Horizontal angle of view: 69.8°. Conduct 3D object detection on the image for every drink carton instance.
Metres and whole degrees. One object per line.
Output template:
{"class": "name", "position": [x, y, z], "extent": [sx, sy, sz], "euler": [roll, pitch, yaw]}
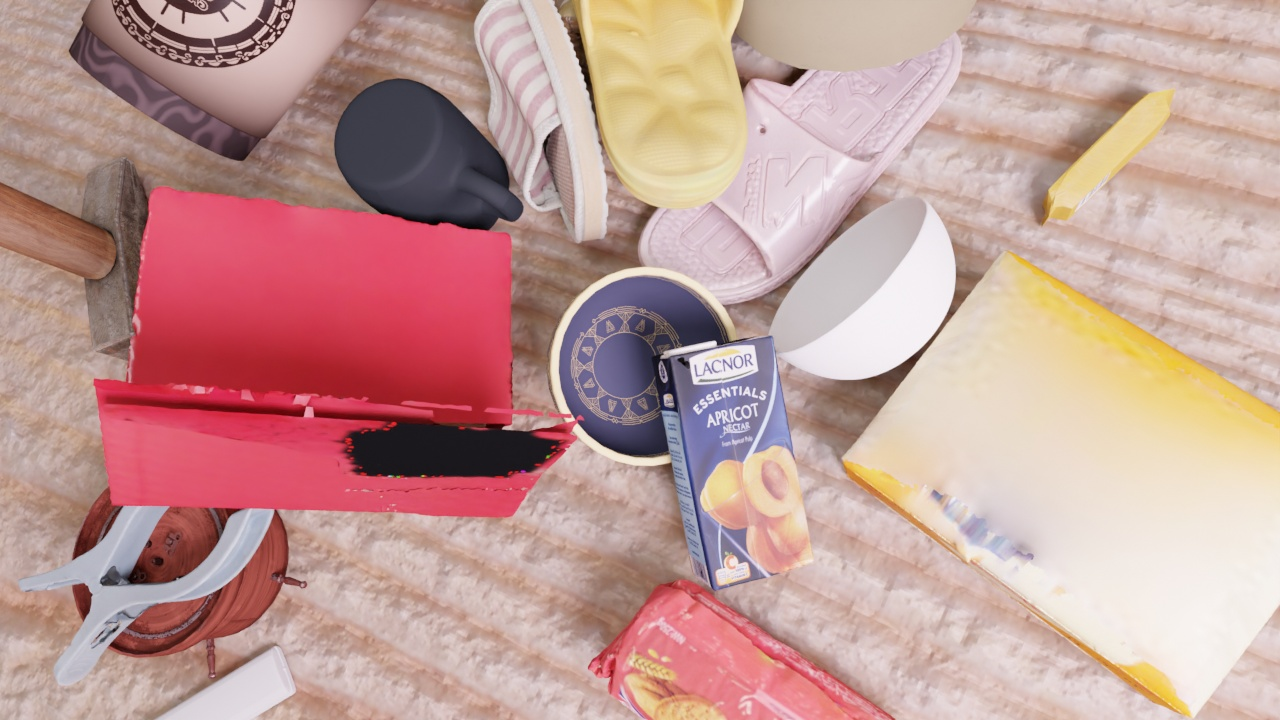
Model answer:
{"class": "drink carton", "position": [0.051, 0.053, 0.506], "extent": [0.064, 0.040, 0.130], "euler": [-11, 92, -15]}

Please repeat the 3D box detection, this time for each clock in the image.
{"class": "clock", "position": [-0.302, 0.119, 0.603], "extent": [0.120, 0.072, 0.157], "euler": [-45, 71, 2]}

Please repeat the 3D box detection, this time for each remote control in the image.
{"class": "remote control", "position": [-0.286, 0.234, 0.602], "extent": [0.131, 0.012, 0.033], "euler": [-32, 71, 6]}

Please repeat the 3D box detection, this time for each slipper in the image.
{"class": "slipper", "position": [0.097, -0.129, 0.553], "extent": [0.239, 0.064, 0.094], "euler": [-44, 70, 1]}
{"class": "slipper", "position": [0.009, -0.215, 0.529], "extent": [0.099, 0.078, 0.263], "euler": [-6, 70, -4]}
{"class": "slipper", "position": [-0.082, -0.192, 0.602], "extent": [0.052, 0.115, 0.262], "euler": [-15, 68, -14]}

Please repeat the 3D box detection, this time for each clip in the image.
{"class": "clip", "position": [-0.303, 0.105, 0.553], "extent": [0.163, 0.028, 0.112], "euler": [-37, 71, 3]}

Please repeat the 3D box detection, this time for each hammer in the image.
{"class": "hammer", "position": [-0.422, -0.108, 0.567], "extent": [0.037, 0.300, 0.157], "euler": [-20, 73, 10]}

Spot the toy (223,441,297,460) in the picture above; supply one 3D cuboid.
{"class": "toy", "position": [-0.212, -0.002, 0.613], "extent": [0.132, 0.096, 0.124], "euler": [-20, 65, 29]}

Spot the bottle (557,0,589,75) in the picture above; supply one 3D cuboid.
{"class": "bottle", "position": [-0.002, -0.272, 0.618], "extent": [0.060, 0.060, 0.165], "euler": [19, 74, 19]}

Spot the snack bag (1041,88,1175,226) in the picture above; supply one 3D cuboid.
{"class": "snack bag", "position": [0.264, -0.115, 0.523], "extent": [0.099, 0.026, 0.020], "euler": [-45, 70, 3]}

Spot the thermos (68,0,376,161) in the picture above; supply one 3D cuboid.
{"class": "thermos", "position": [-0.274, -0.271, 0.643], "extent": [0.173, 0.172, 0.226], "euler": [39, 96, 20]}

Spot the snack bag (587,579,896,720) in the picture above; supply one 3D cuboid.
{"class": "snack bag", "position": [0.062, 0.184, 0.483], "extent": [0.176, 0.082, 0.082], "euler": [31, 87, 19]}

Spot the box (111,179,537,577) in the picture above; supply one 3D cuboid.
{"class": "box", "position": [-0.220, 0.036, 0.635], "extent": [0.216, 0.352, 0.197], "euler": [4, 71, -22]}

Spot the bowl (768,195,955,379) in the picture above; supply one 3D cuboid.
{"class": "bowl", "position": [0.129, -0.031, 0.508], "extent": [0.050, 0.114, 0.114], "euler": [41, 90, -13]}

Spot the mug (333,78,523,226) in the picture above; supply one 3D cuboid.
{"class": "mug", "position": [-0.129, -0.121, 0.598], "extent": [0.122, 0.094, 0.085], "euler": [28, 86, 20]}

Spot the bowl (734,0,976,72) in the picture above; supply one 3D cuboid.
{"class": "bowl", "position": [0.126, -0.243, 0.551], "extent": [0.152, 0.050, 0.152], "euler": [-5, 55, 7]}

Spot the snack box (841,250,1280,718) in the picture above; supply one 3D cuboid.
{"class": "snack box", "position": [0.223, 0.057, 0.464], "extent": [0.195, 0.080, 0.145], "euler": [37, 88, 20]}

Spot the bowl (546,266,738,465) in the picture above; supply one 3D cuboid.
{"class": "bowl", "position": [-0.003, 0.003, 0.545], "extent": [0.112, 0.061, 0.112], "euler": [0, 91, -16]}
